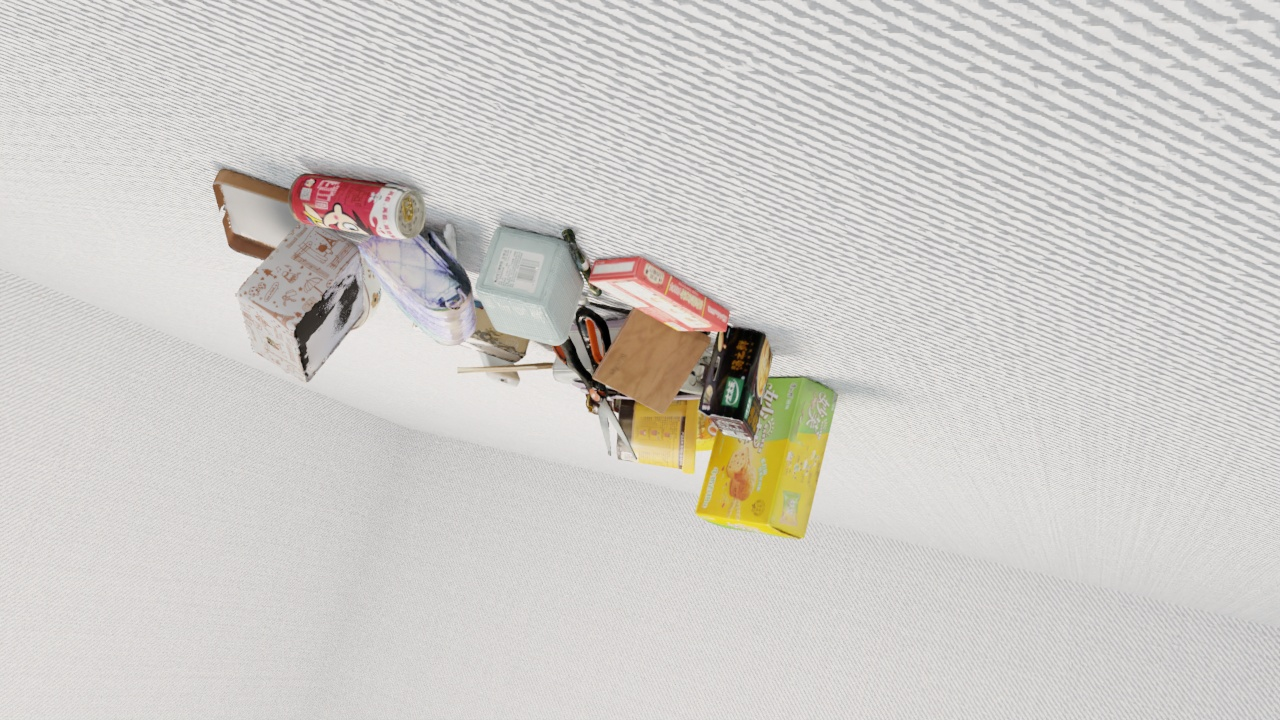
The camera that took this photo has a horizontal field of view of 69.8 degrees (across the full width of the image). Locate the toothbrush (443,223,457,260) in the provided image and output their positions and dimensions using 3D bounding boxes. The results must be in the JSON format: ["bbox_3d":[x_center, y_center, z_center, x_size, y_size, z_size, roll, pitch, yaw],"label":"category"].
[{"bbox_3d":[-0.221,-0.129,1.064,0.016,0.016,0.180,23,168,-5],"label":"toothbrush"}]

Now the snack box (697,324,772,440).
[{"bbox_3d":[0.117,0.026,1.096,0.053,0.113,0.125,11,168,16],"label":"snack box"}]

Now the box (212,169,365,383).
[{"bbox_3d":[-0.435,-0.109,1.081,0.193,0.156,0.183,30,152,-1],"label":"box"}]

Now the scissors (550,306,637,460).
[{"bbox_3d":[-0.059,0.023,1.157,0.221,0.021,0.211,51,147,11],"label":"scissors"}]

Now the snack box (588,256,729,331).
[{"bbox_3d":[0.023,-0.069,0.997,0.075,0.025,0.152,1,161,46],"label":"snack box"}]

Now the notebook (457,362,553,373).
[{"bbox_3d":[-0.148,0.009,1.381,0.150,0.012,0.211,-2,-179,32],"label":"notebook"}]

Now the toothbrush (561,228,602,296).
[{"bbox_3d":[-0.060,-0.100,0.986,0.012,0.017,0.186,-22,164,1],"label":"toothbrush"}]

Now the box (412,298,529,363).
[{"bbox_3d":[-0.250,-0.053,1.338,0.184,0.059,0.090,22,166,-17],"label":"box"}]

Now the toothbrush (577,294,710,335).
[{"bbox_3d":[-0.003,-0.056,1.112,0.181,0.015,0.018,15,159,8],"label":"toothbrush"}]

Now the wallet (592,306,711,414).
[{"bbox_3d":[0.013,-0.003,1.094,0.101,0.115,0.020,27,-165,-12],"label":"wallet"}]

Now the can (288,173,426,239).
[{"bbox_3d":[-0.287,-0.156,0.930,0.133,0.053,0.053,11,167,20],"label":"can"}]

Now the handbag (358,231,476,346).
[{"bbox_3d":[-0.250,-0.090,1.071,0.134,0.075,0.194,45,168,1],"label":"handbag"}]

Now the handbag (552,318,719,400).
[{"bbox_3d":[-0.007,0.007,1.228,0.144,0.098,0.197,17,169,-34],"label":"handbag"}]

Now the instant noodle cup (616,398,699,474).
[{"bbox_3d":[0.026,0.102,1.332,0.114,0.118,0.118,3,167,4],"label":"instant noodle cup"}]

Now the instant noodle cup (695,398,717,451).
[{"bbox_3d":[0.089,0.098,1.481,0.124,0.116,0.116,0,165,15],"label":"instant noodle cup"}]

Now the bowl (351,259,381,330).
[{"bbox_3d":[-0.393,-0.103,1.235,0.113,0.114,0.062,11,-150,21],"label":"bowl"}]

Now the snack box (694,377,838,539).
[{"bbox_3d":[0.171,0.130,1.265,0.070,0.209,0.158,25,164,-32],"label":"snack box"}]

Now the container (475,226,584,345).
[{"bbox_3d":[-0.119,-0.081,0.980,0.090,0.090,0.111,14,165,9],"label":"container"}]

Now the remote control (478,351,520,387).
[{"bbox_3d":[-0.231,0.000,1.474,0.055,0.020,0.136,19,-160,-28],"label":"remote control"}]

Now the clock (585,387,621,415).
[{"bbox_3d":[-0.046,0.038,1.370,0.055,0.082,0.121,27,-157,25],"label":"clock"}]
